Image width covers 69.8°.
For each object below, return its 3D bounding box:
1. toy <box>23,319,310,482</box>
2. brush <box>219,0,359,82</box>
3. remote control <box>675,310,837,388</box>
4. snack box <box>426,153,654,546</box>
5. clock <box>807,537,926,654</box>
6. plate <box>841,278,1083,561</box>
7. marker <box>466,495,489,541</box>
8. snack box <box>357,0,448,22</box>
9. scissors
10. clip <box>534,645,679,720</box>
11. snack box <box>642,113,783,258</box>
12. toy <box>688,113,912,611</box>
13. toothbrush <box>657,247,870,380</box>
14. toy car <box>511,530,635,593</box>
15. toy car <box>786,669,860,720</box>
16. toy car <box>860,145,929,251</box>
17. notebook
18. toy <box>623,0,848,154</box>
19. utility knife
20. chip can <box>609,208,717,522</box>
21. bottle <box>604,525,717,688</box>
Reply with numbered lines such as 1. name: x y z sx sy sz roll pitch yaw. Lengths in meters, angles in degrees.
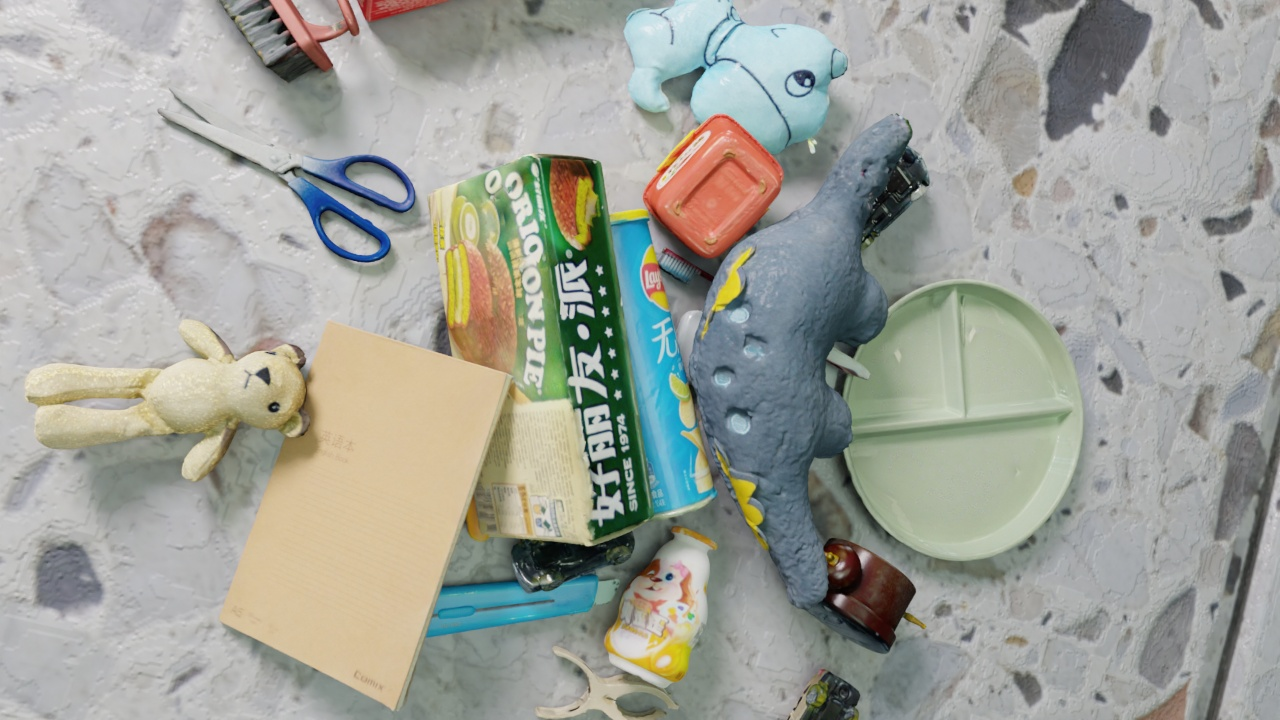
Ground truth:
1. toy: -0.288 0.022 0.567 0.157 0.066 0.105 -4 73 -24
2. brush: -0.244 -0.257 0.586 0.069 0.063 0.146 -34 97 -3
3. remote control: 0.087 0.006 0.704 0.136 0.020 0.056 18 85 -16
4. snack box: -0.068 -0.004 0.602 0.063 0.115 0.240 -10 92 -47
5. clock: 0.153 0.169 0.691 0.122 0.082 0.055 40 74 -14
6. plate: 0.262 0.048 0.753 0.230 0.027 0.230 0 90 -16
7. marker: -0.119 0.065 0.646 0.018 0.015 0.124 -6 89 -18
8. snack box: -0.098 -0.293 0.633 0.207 0.058 0.057 -21 98 -16
9. scissors: -0.239 -0.120 0.612 0.173 0.012 0.126 0 89 -16
10. clip: -0.023 0.243 0.663 0.100 0.035 0.070 18 85 -11
11. snack box: 0.054 -0.120 0.652 0.082 0.080 0.091 41 103 -13
12. toy: 0.107 -0.013 0.642 0.138 0.091 0.356 15 85 -8
13. toothbrush: 0.094 -0.032 0.697 0.187 0.016 0.017 31 89 -5
14. toy car: -0.048 0.137 0.652 0.090 0.034 0.043 -17 56 -25
15. toy car: 0.132 0.285 0.707 0.042 0.035 0.090 35 80 -12
16. toy car: 0.184 -0.128 0.729 0.105 0.031 0.049 -42 101 -12
17. notebook: -0.178 0.091 0.584 0.150 0.012 0.211 16 84 22
18. toy: 0.075 -0.214 0.689 0.161 0.050 0.156 -31 100 -4
19. utility knife: -0.091 0.171 0.650 0.160 0.018 0.034 -3 89 -18
20. chip can: -0.004 0.004 0.650 0.071 0.071 0.210 -15 94 -17
21. bottle: 0.019 0.175 0.661 0.063 0.063 0.108 29 74 -15
